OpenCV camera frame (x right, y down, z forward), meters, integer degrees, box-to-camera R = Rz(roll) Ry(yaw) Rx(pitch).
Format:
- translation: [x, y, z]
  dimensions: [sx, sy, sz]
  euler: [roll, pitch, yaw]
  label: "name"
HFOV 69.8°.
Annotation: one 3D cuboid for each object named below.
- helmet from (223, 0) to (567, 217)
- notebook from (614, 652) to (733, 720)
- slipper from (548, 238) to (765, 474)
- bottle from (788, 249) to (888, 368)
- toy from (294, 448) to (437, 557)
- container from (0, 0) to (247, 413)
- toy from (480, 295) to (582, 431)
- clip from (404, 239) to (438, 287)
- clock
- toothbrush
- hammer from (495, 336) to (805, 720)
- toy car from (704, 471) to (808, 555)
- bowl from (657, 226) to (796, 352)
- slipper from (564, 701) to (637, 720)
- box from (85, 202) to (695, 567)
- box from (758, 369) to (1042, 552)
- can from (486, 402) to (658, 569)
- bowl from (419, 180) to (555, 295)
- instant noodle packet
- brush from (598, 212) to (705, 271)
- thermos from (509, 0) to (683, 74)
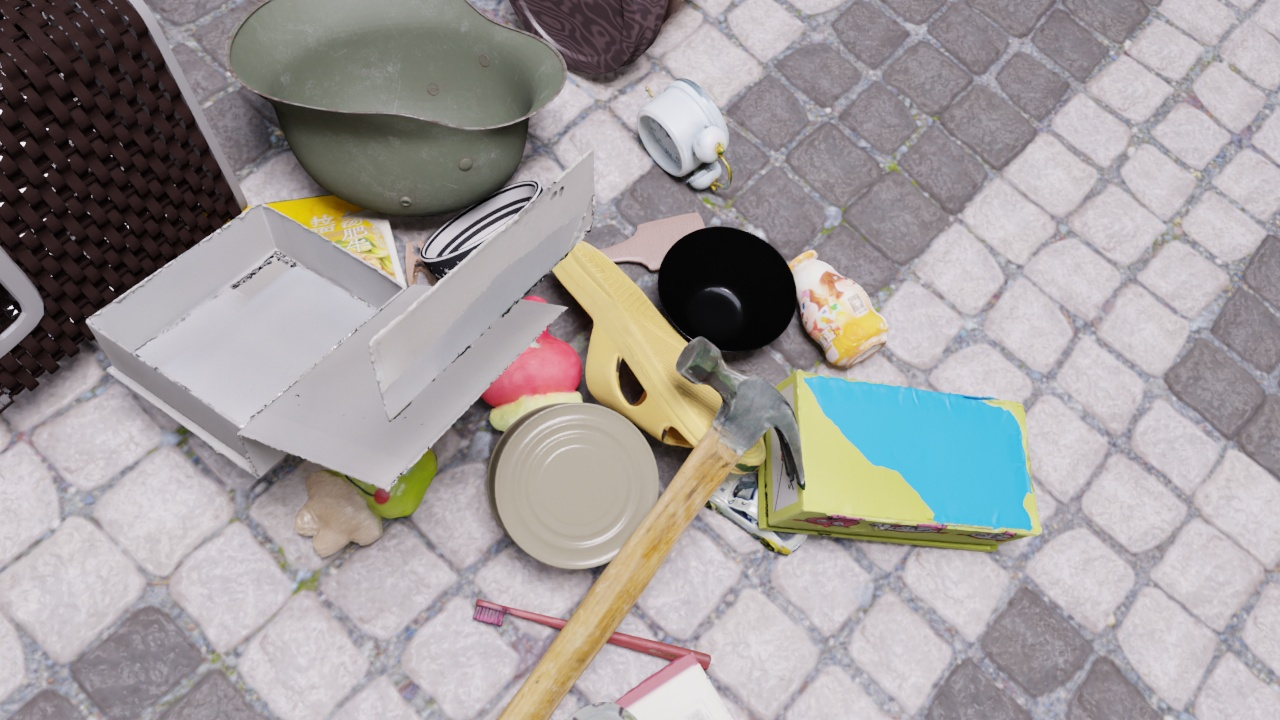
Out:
- translation: [-0.196, -0.212, 0.796]
  dimensions: [0.268, 0.154, 0.226]
  euler: [0, 48, -1]
  label: "helmet"
- translation: [-0.009, 0.335, 0.669]
  dimensions: [0.208, 0.012, 0.153]
  euler: [-29, 74, -13]
  label: "notebook"
- translation: [-0.005, 0.004, 0.765]
  dimensions: [0.078, 0.099, 0.263]
  euler: [-47, 61, 17]
  label: "slipper"
- translation: [0.174, -0.048, 0.831]
  dimensions: [0.063, 0.063, 0.109]
  euler: [-27, 73, -17]
  label: "bottle"
- translation: [-0.223, 0.100, 0.729]
  dimensions: [0.092, 0.043, 0.117]
  euler: [40, 70, 8]
  label: "toy"
- translation: [-0.490, -0.162, 0.681]
  dimensions: [0.245, 0.248, 0.243]
  euler: [35, 63, 20]
  label: "container"
- translation: [-0.096, 0.008, 0.782]
  dimensions: [0.091, 0.045, 0.135]
  euler: [-13, 75, -14]
  label: "toy"
- translation: [-0.189, -0.083, 0.820]
  dimensions: [0.045, 0.025, 0.061]
  euler: [-4, 65, -9]
  label: "clip"
- translation: [0.049, -0.211, 0.872]
  dimensions: [0.057, 0.083, 0.117]
  euler: [-38, 73, -14]
  label: "clock"
- translation: [-0.038, 0.217, 0.719]
  dimensions: [0.190, 0.016, 0.016]
  euler: [14, 71, -2]
  label: "toothbrush"
- translation: [-0.002, 0.151, 0.670]
  dimensions: [0.132, 0.033, 0.330]
  euler: [34, 94, -21]
  label: "hammer"
- translation: [0.095, 0.118, 0.769]
  dimensions: [0.105, 0.033, 0.048]
  euler: [33, 69, 8]
  label: "toy car"
- translation: [0.073, -0.054, 0.825]
  dimensions: [0.124, 0.053, 0.124]
  euler: [3, 67, -7]
  label: "bowl"
- translation: [-0.101, 0.343, 0.627]
  dimensions: [0.098, 0.055, 0.268]
  euler: [40, 74, 15]
  label: "slipper"
- translation: [-0.178, 0.011, 0.606]
  dimensions: [0.419, 0.108, 0.165]
  euler: [20, 51, 29]
  label: "box"
- translation: [0.212, 0.086, 0.757]
  dimensions: [0.220, 0.079, 0.124]
  euler: [7, 68, -18]
  label: "box"
- translation: [-0.054, 0.096, 0.716]
  dimensions: [0.127, 0.073, 0.127]
  euler: [1, 86, -12]
  label: "can"
- translation: [-0.122, -0.096, 0.797]
  dimensions: [0.120, 0.120, 0.066]
  euler: [-42, 119, -21]
  label: "bowl"
- translation: [-0.283, -0.058, 0.777]
  dimensions: [0.163, 0.084, 0.221]
  euler: [-14, 59, -14]
  label: "instant noodle packet"
- translation: [-0.003, -0.102, 0.859]
  dimensions: [0.135, 0.015, 0.049]
  euler: [-13, 71, -6]
  label: "brush"
- translation: [-0.006, -0.416, 0.910]
  dimensions: [0.173, 0.173, 0.225]
  euler: [36, 61, 8]
  label: "thermos"
